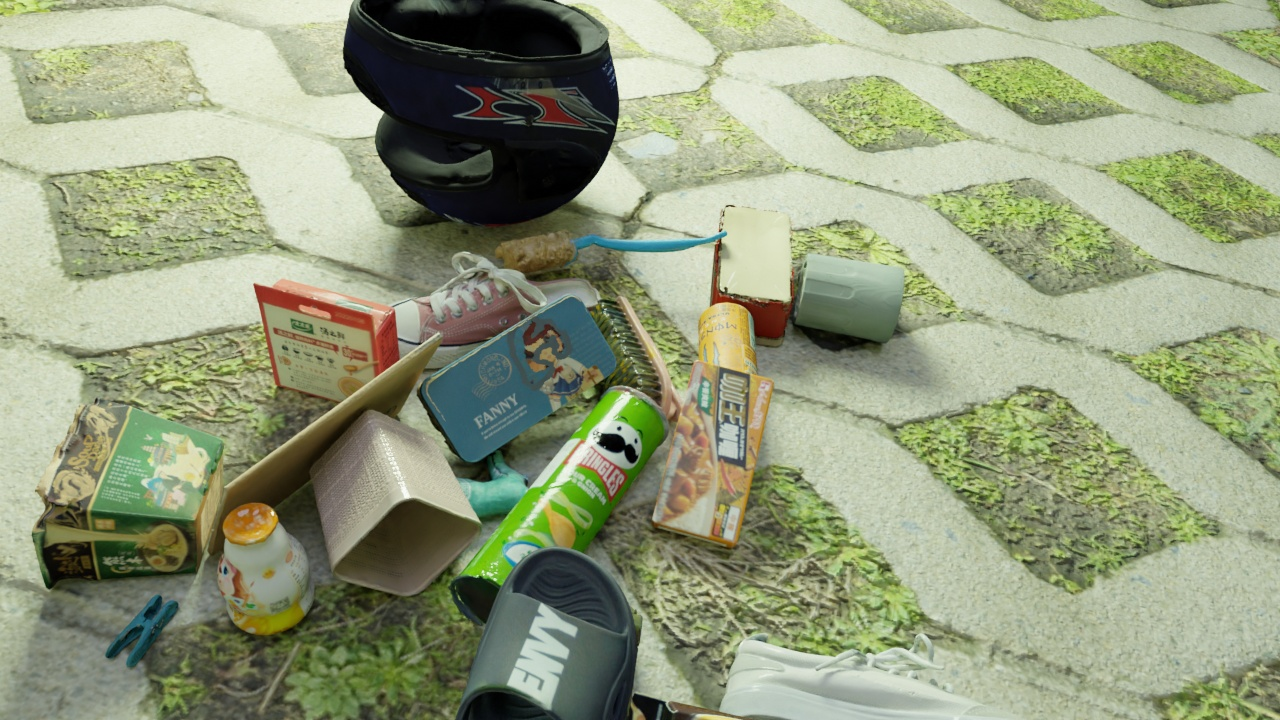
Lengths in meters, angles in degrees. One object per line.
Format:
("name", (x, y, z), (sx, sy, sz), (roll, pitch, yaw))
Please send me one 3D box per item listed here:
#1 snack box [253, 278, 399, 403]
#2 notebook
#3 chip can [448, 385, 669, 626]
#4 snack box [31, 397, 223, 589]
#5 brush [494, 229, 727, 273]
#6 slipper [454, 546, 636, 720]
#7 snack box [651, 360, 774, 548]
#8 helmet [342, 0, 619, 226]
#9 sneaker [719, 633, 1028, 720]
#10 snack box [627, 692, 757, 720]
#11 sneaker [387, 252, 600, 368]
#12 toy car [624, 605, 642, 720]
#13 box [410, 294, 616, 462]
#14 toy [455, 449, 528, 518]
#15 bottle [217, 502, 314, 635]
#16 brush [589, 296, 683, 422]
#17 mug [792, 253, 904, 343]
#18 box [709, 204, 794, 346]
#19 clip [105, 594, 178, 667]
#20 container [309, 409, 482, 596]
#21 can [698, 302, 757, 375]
("snack box", (-0.279, -0.020, 0.831), (0.113, 0.127, 0.044), (15, 44, 6))
("notebook", (-0.253, 0.066, 0.738), (0.008, 0.148, 0.207), (46, 50, 2))
("chip can", (-0.060, 0.119, 0.762), (0.072, 0.072, 0.235), (24, 46, 16))
("snack box", (-0.384, 0.108, 0.706), (0.105, 0.118, 0.118), (12, 45, -14))
("brush", (-0.033, -0.122, 0.995), (0.254, 0.046, 0.083), (-5, 4, 0))
("slipper", (-0.068, 0.243, 0.580), (0.110, 0.083, 0.267), (15, 61, 0))
("snack box", (0.065, 0.081, 0.808), (0.075, 0.026, 0.153), (14, 71, 5))
("helmet", (-0.177, -0.269, 1.017), (0.314, 0.241, 0.247), (-15, 49, -38))
("sneaker", (0.180, 0.251, 0.658), (0.242, 0.090, 0.090), (8, 39, 9))
("snack box", (0.046, 0.285, 0.586), (0.125, 0.053, 0.113), (13, 77, -2))
("sneaker", (-0.152, -0.058, 0.919), (0.240, 0.088, 0.118), (-9, 46, -19))
("toy car", (-0.040, 0.237, 0.661), (0.070, 0.042, 0.157), (9, 50, 0))
("box", (-0.116, 0.018, 0.824), (0.184, 0.059, 0.090), (-36, 99, -22))
("toy", (-0.135, 0.113, 0.788), (0.091, 0.030, 0.096), (-4, 37, -20))
("bottle", (-0.275, 0.150, 0.667), (0.063, 0.109, 0.063), (5, 42, -4))
("brush", (-0.005, 0.005, 0.900), (0.073, 0.063, 0.145), (13, 35, -42))
("mug", (0.226, -0.074, 1.013), (0.103, 0.084, 0.123), (10, 17, 3))
("box", (0.126, -0.103, 1.017), (0.091, 0.080, 0.168), (8, 44, 0))
("clip", (-0.364, 0.198, 0.673), (0.043, 0.014, 0.056), (18, 46, 10))
("container", (-0.197, 0.109, 0.722), (0.090, 0.090, 0.111), (-44, 48, 10))
("can", (0.087, 0.009, 0.909), (0.058, 0.058, 0.145), (6, 43, -3))
